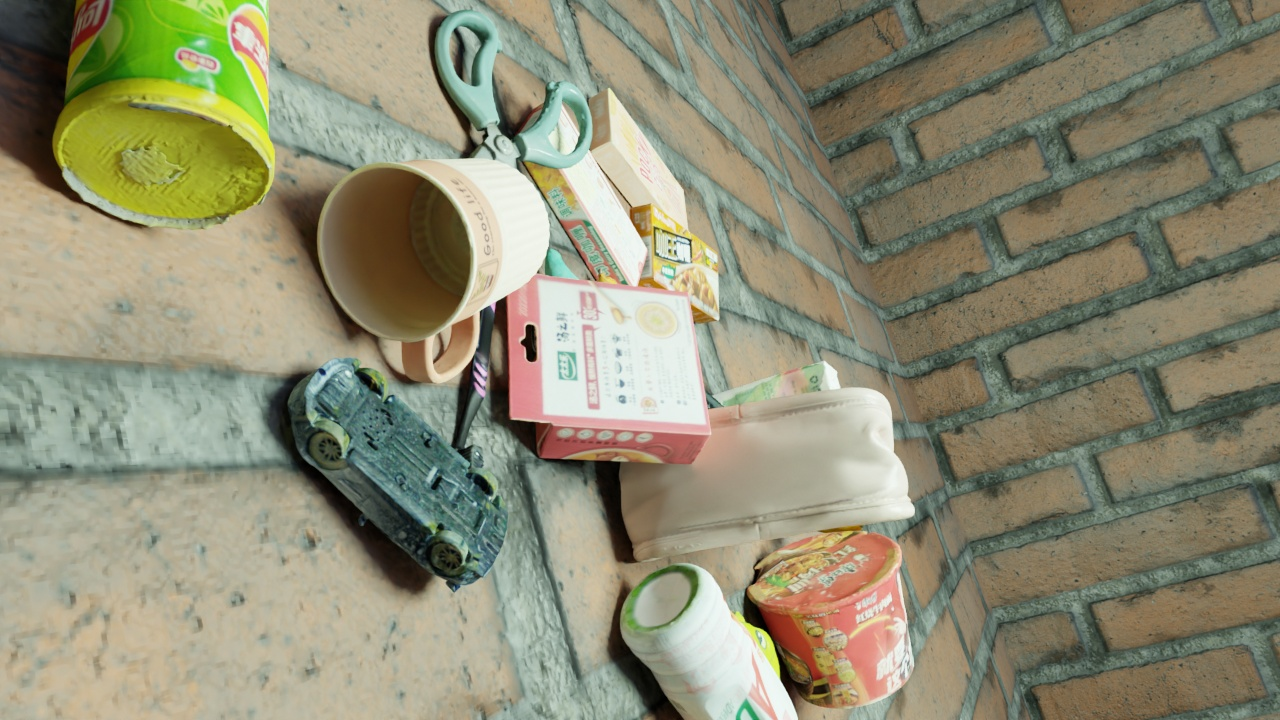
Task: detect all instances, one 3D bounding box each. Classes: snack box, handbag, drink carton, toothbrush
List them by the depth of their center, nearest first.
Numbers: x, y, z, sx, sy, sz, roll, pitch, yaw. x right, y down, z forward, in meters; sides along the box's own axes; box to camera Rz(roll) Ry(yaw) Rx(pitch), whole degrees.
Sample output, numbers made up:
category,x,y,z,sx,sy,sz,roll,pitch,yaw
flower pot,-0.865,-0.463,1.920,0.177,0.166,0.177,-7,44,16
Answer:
category,x,y,z,sx,sy,sz,roll,pitch,yaw
toothbrush,-0.091,0.002,0.529,0.014,0.018,0.188,50,27,-37
snack box,-0.027,0.005,0.590,0.127,0.044,0.113,6,55,-17
handbag,0.103,0.101,0.689,0.234,0.193,0.093,41,40,-65
snack box,-0.045,-0.131,0.749,0.156,0.027,0.076,58,24,-25
drink carton,0.129,0.042,0.875,0.053,0.123,0.045,26,48,-63
snack box,0.035,-0.090,0.884,0.153,0.026,0.075,23,63,-60
snack box,0.000,-0.186,0.913,0.157,0.026,0.084,47,30,-45

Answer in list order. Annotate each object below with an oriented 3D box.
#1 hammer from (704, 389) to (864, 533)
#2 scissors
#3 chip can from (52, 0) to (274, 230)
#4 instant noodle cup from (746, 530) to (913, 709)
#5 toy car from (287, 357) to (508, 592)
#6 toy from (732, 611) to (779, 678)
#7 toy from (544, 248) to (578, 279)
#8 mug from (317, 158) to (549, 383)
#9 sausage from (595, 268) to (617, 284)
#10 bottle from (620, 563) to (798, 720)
category,x,y,z,sx,sy,sz,roll,pitch,yaw
hammer,0.105,0.086,0.836,0.300,0.129,0.032,40,64,-34
scissors,-0.104,-0.180,0.643,0.171,0.019,0.176,48,43,-16
chip can,-0.188,-0.164,0.374,0.072,0.073,0.221,33,40,-56
instant noodle cup,0.176,0.229,0.809,0.137,0.138,0.108,-44,118,-67
toy car,-0.109,0.052,0.414,0.120,0.037,0.054,49,27,-19
toy,0.084,0.248,0.699,0.097,0.031,0.100,65,26,-9
toy,-0.037,-0.030,0.673,0.091,0.030,0.096,8,69,-64
mug,-0.101,-0.048,0.478,0.105,0.082,0.115,-45,138,-69
sausage,-0.004,0.004,0.728,0.165,0.021,0.021,69,21,2
bottle,0.060,0.224,0.608,0.197,0.068,0.068,59,23,-23
